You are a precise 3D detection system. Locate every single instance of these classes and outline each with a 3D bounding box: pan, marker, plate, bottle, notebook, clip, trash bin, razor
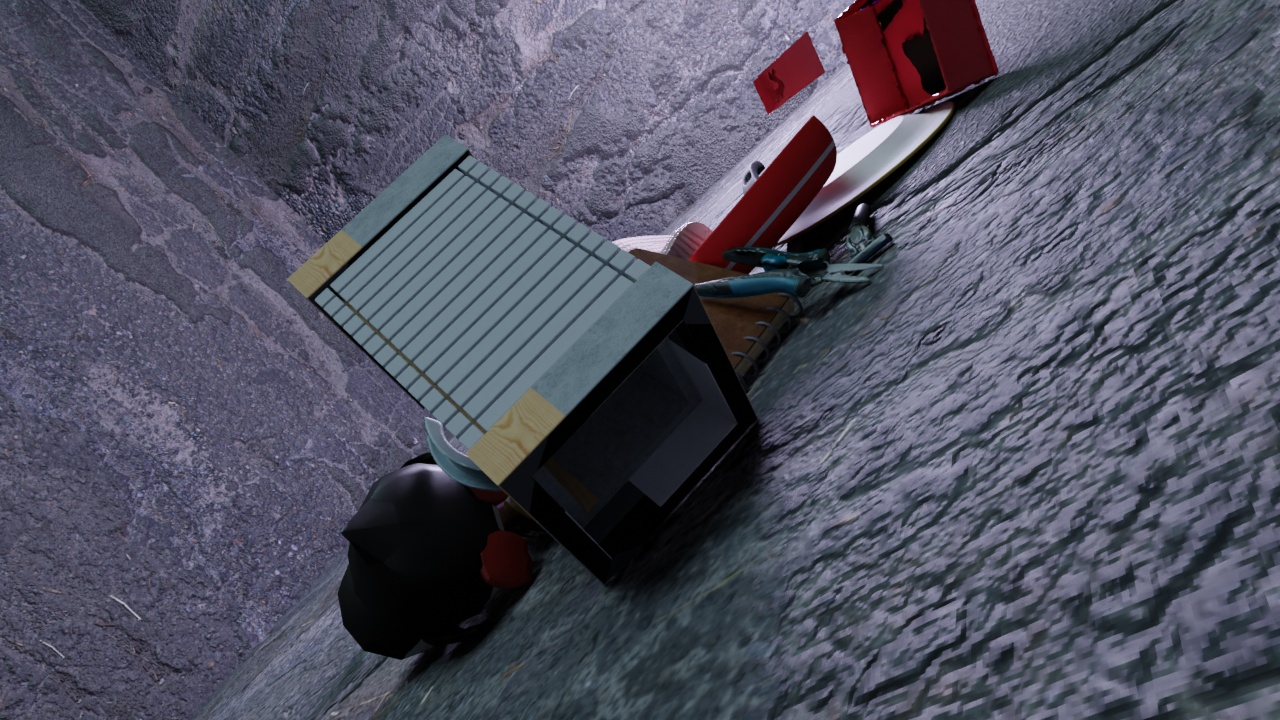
[{"bbox_3d":[0.114,-0.154,0.905,0.209,0.067,0.355,-49,1,23],"label":"pan"},{"bbox_3d":[0.157,-0.116,0.914,0.022,0.016,0.138,-19,16,15],"label":"marker"},{"bbox_3d":[0.212,-0.194,0.931,0.230,0.021,0.229,-38,10,8],"label":"plate"},{"bbox_3d":[-0.102,0.127,0.800,0.166,0.059,0.059,-35,12,51],"label":"bottle"},{"bbox_3d":[0.001,0.003,0.690,0.168,0.024,0.224,18,51,32],"label":"notebook"},{"bbox_3d":[-0.115,0.081,0.706,0.158,0.030,0.173,-13,42,-17],"label":"clip"},{"bbox_3d":[-0.078,-0.008,0.589,0.142,0.142,0.247,-46,52,-11],"label":"trash bin"},{"bbox_3d":[0.176,-0.106,0.731,0.043,0.022,0.144,-40,9,24],"label":"razor"}]

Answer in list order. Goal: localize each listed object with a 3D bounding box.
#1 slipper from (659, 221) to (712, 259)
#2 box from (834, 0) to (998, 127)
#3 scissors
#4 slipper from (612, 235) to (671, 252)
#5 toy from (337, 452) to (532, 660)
[{"bbox_3d":[0.023,-0.043,0.935,0.065,0.094,0.238,-29,23,50],"label":"slipper"},{"bbox_3d":[0.218,-0.387,0.916,0.121,0.318,0.211,-44,9,0],"label":"box"},{"bbox_3d":[0.102,-0.067,0.685,0.123,0.019,0.148,-28,32,-1],"label":"scissors"},{"bbox_3d":[0.037,-0.112,1.068,0.221,0.107,0.056,-14,-59,-45],"label":"slipper"},{"bbox_3d":[-0.195,0.175,0.747,0.140,0.159,0.185,3,-40,-36],"label":"toy"}]
